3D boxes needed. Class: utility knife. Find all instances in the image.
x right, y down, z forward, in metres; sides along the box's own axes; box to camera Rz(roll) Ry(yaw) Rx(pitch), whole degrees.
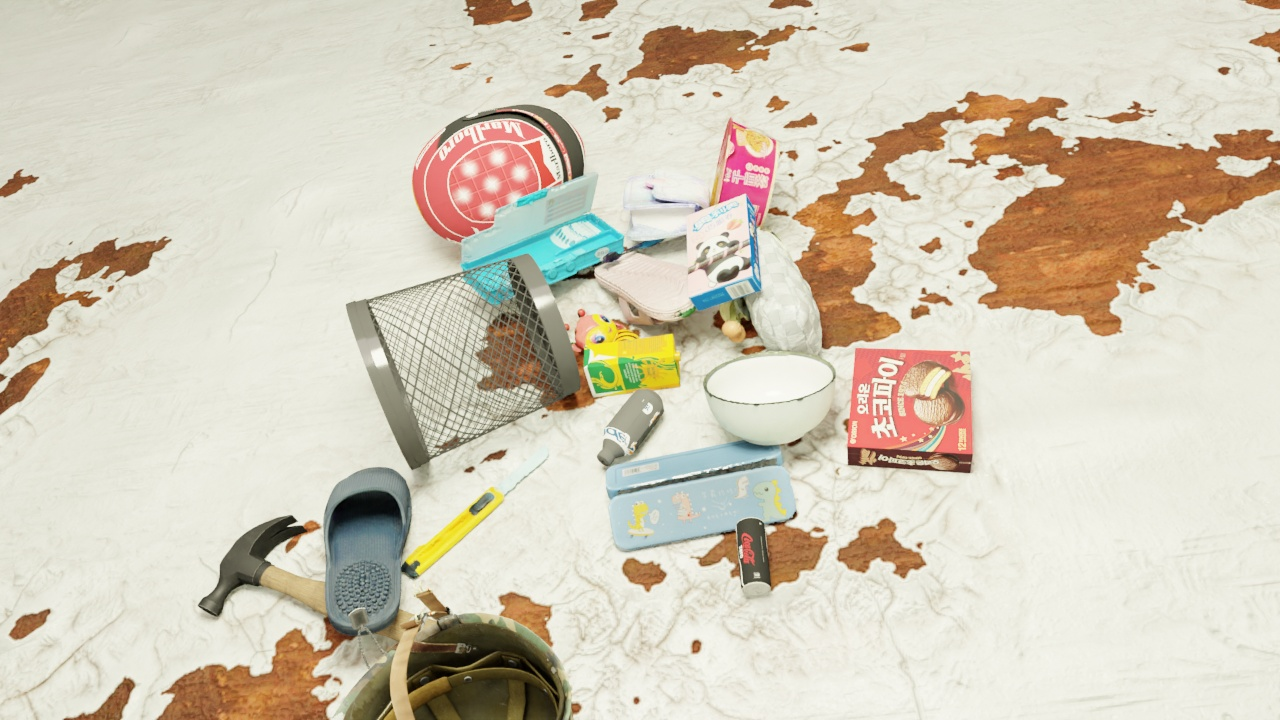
[{"bbox_3d":[-0.193,0.177,1.100,0.030,0.019,0.227,36,60,27],"label":"utility knife"}]

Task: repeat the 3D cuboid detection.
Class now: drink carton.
[{"bbox_3d":[-0.007,0.007,1.179,0.122,0.058,0.041,-7,46,8],"label":"drink carton"}]

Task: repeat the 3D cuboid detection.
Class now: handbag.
[{"bbox_3d":[0.159,-0.072,1.180,0.123,0.112,0.171,-22,46,8],"label":"handbag"},{"bbox_3d":[0.040,-0.237,1.365,0.126,0.069,0.158,-5,25,6],"label":"handbag"}]

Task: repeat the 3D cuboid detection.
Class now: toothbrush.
[{"bbox_3d":[0.017,-0.175,1.348,0.188,0.016,0.017,-25,16,-31],"label":"toothbrush"}]

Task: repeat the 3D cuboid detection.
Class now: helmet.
[{"bbox_3d":[-0.170,0.319,0.799,0.224,0.237,0.192,-4,41,-4],"label":"helmet"},{"bbox_3d":[-0.208,-0.279,1.379,0.271,0.198,0.224,-22,18,-2],"label":"helmet"}]

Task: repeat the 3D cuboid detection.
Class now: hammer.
[{"bbox_3d":[-0.350,0.266,1.042,0.306,0.040,0.132,12,55,23],"label":"hammer"}]

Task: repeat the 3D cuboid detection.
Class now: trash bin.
[{"bbox_3d":[-0.215,-0.008,1.146,0.227,0.218,0.217,-21,46,-12],"label":"trash bin"}]

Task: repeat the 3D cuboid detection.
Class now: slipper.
[{"bbox_3d":[-0.313,0.188,1.035,0.101,0.083,0.263,-3,32,-11],"label":"slipper"},{"bbox_3d":[0.015,-0.092,1.267,0.094,0.064,0.239,-29,30,-17],"label":"slipper"}]

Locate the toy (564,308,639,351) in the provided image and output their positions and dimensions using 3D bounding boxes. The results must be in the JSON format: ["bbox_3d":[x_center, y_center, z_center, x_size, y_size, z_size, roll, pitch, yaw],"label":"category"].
[{"bbox_3d":[-0.050,-0.032,1.237,0.103,0.046,0.084,23,34,19],"label":"toy"}]

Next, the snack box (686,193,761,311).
[{"bbox_3d":[0.104,-0.139,1.168,0.088,0.033,0.153,-17,47,22],"label":"snack box"}]

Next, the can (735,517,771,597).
[{"bbox_3d":[0.120,0.209,0.975,0.031,0.031,0.080,-7,46,8],"label":"can"}]

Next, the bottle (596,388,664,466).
[{"bbox_3d":[-0.014,0.083,1.118,0.047,0.047,0.112,20,56,29],"label":"bottle"}]

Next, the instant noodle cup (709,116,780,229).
[{"bbox_3d":[0.148,-0.254,1.321,0.078,0.179,0.178,10,48,0],"label":"instant noodle cup"}]

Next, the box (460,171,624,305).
[{"bbox_3d":[-0.140,-0.181,1.292,0.226,0.117,0.097,-26,44,-27],"label":"box"}]

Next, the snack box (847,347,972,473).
[{"bbox_3d":[0.314,0.055,1.068,0.133,0.036,0.151,2,48,16],"label":"snack box"}]

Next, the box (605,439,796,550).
[{"bbox_3d":[0.065,0.143,1.042,0.209,0.047,0.122,-12,47,3],"label":"box"}]

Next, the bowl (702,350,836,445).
[{"bbox_3d":[0.153,0.049,1.071,0.153,0.073,0.153,-8,21,3],"label":"bowl"}]
